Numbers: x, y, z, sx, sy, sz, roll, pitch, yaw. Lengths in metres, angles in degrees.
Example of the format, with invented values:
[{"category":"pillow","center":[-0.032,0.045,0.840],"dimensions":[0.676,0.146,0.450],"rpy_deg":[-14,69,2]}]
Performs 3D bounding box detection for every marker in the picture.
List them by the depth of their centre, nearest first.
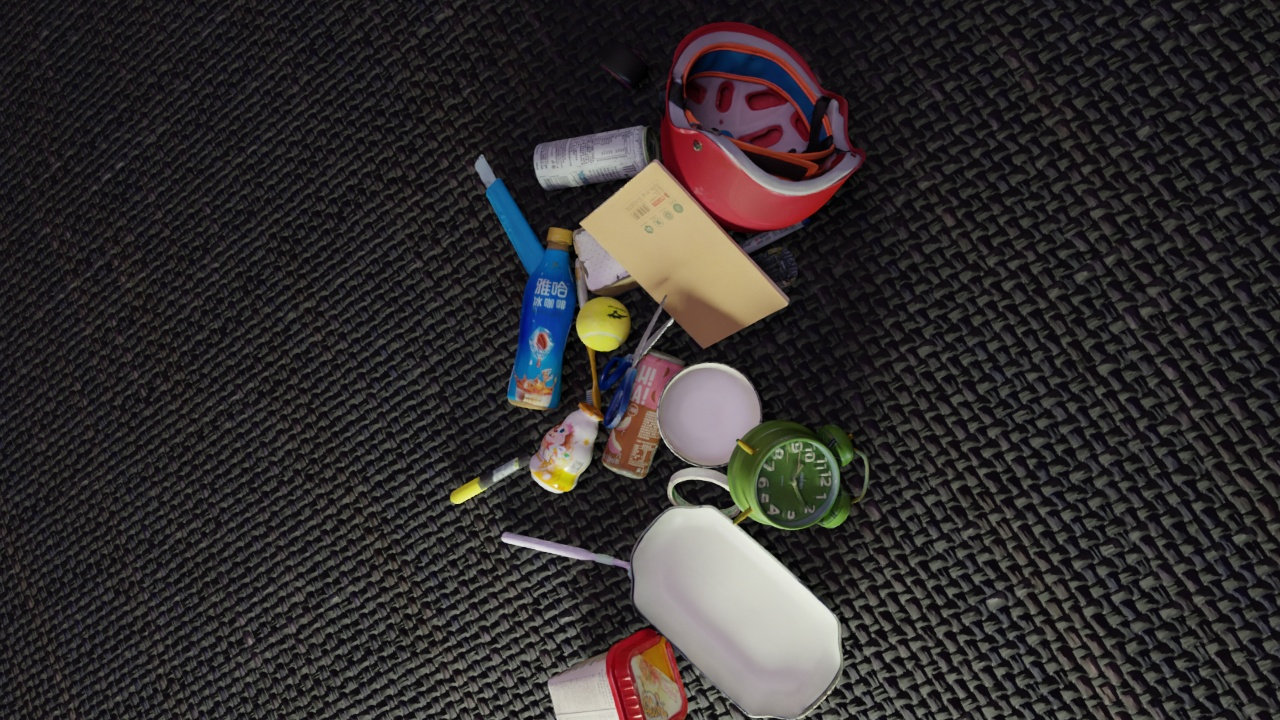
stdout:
[{"category":"marker","center":[0.127,-0.133,1.058],"dimensions":[0.146,0.017,0.017],"rpy_deg":[-26,79,17]},{"category":"marker","center":[-0.188,0.148,1.161],"dimensions":[0.124,0.015,0.018],"rpy_deg":[-30,79,13]}]

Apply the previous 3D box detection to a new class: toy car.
[{"category":"toy car","center":[0.128,-0.092,1.048],"dimensions":[0.106,0.031,0.049],"rpy_deg":[-20,80,16]}]

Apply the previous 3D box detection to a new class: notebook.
[{"category":"notebook","center":[0.045,-0.108,0.999],"dimensions":[0.207,0.008,0.148],"rpy_deg":[44,141,-13]}]

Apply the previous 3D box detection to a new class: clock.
[{"category":"clock","center":[0.173,0.126,0.990],"dimensions":[0.161,0.056,0.116],"rpy_deg":[-1,99,-15]}]

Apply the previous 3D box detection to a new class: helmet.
[{"category":"helmet","center":[0.110,-0.236,0.993],"dimensions":[0.206,0.144,0.239],"rpy_deg":[0,55,-19]}]

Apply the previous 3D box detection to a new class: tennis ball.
[{"category":"tennis ball","center":[-0.044,-0.043,1.089],"dimensions":[0.065,0.065,0.065],"rpy_deg":[-1,87,20]}]

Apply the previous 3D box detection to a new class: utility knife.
[{"category":"utility knife","center":[-0.165,-0.184,1.164],"dimensions":[0.034,0.018,0.187],"rpy_deg":[-31,77,4]}]

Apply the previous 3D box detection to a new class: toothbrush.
[{"category":"toothbrush","center":[-0.087,0.236,1.118],"dimensions":[0.189,0.029,0.021],"rpy_deg":[10,50,21]},{"category":"toothbrush","center":[-0.067,-0.031,1.125],"dimensions":[0.018,0.016,0.191],"rpy_deg":[-10,85,27]}]

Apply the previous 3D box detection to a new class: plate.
[{"category":"plate","center":[0.107,0.278,1.034],"dimensions":[0.266,0.034,0.162],"rpy_deg":[40,104,16]}]

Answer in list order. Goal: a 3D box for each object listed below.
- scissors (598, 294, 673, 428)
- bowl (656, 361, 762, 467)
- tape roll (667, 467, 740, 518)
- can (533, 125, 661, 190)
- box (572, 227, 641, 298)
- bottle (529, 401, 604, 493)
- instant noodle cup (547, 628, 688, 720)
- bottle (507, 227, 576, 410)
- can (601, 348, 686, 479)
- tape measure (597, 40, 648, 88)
[{"category":"scissors","center":[-0.010,0.000,1.055],"dimensions":[0.012,0.161,0.163],"rpy_deg":[19,87,-23]},{"category":"bowl","center":[0.074,0.061,1.034],"dimensions":[0.116,0.066,0.116],"rpy_deg":[0,86,-4]},{"category":"tape roll","center":[0.073,0.152,1.035],"dimensions":[0.086,0.086,0.013],"rpy_deg":[2,47,20]},{"category":"can","center":[-0.053,-0.243,1.105],"dimensions":[0.147,0.058,0.058],"rpy_deg":[-5,86,19]},{"category":"box","center":[0.003,-0.138,1.081],"dimensions":[0.185,0.061,0.089],"rpy_deg":[-20,81,20]},{"category":"bottle","center":[-0.085,0.103,1.100],"dimensions":[0.063,0.063,0.108],"rpy_deg":[35,99,18]},{"category":"instant noodle cup","center":[-0.029,0.380,1.048],"dimensions":[0.124,0.116,0.116],"rpy_deg":[-21,81,29]},{"category":"bottle","center":[-0.113,-0.051,1.113],"dimensions":[0.065,0.065,0.218],"rpy_deg":[11,92,20]},{"category":"can","center":[0.004,0.061,1.072],"dimensions":[0.058,0.058,0.147],"rpy_deg":[21,94,19]},{"category":"tape measure","center":[-0.019,-0.356,1.099],"dimensions":[0.058,0.057,0.039],"rpy_deg":[42,100,25]}]
